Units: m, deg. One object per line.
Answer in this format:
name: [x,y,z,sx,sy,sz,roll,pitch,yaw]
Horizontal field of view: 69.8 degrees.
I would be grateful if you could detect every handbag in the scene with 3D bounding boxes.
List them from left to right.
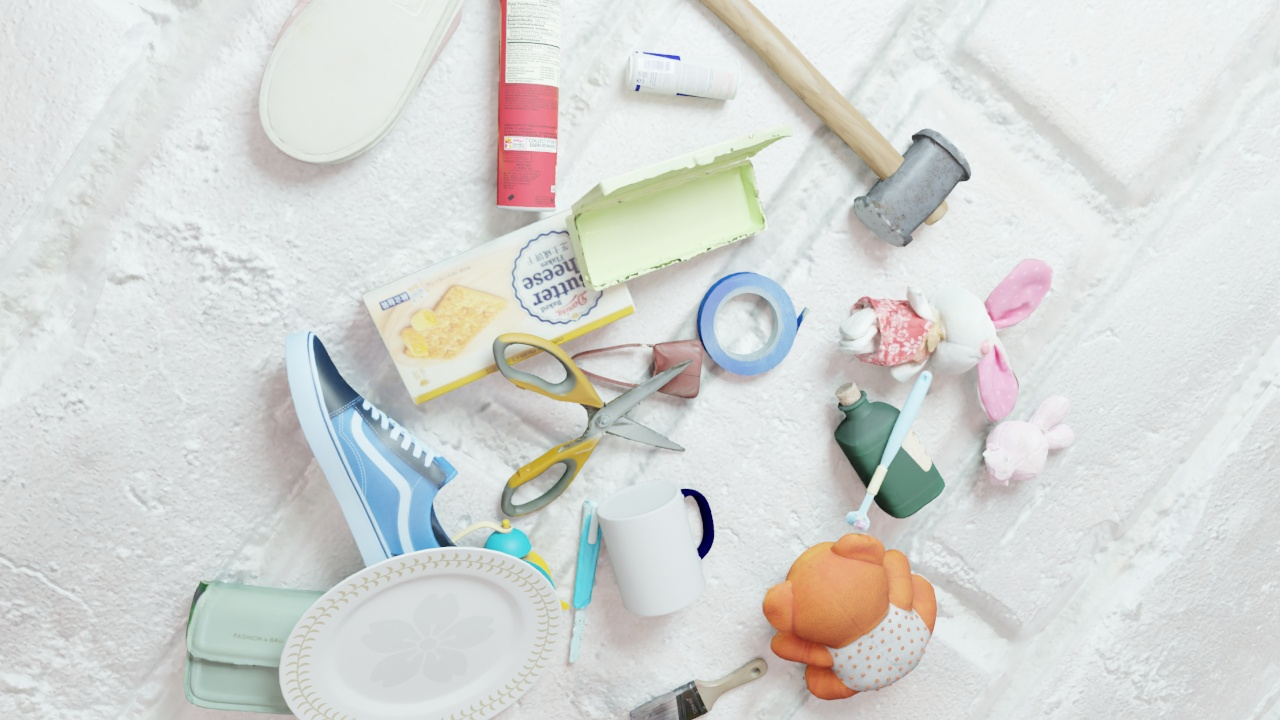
handbag: [-0.332,0.251,0.809,0.121,0.067,0.106,9,98,-10]
handbag: [-0.005,0.005,0.833,0.119,0.029,0.055,3,106,-4]

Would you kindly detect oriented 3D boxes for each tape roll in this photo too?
tape roll: [0.098,-0.034,0.842,0.093,0.016,0.091,30,95,-13]

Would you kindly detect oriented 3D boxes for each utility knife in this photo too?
utility knife: [-0.055,0.211,0.868,0.022,0.015,0.162,9,98,-10]

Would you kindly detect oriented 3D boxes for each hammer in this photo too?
hammer: [0.150,-0.237,0.798,0.328,0.052,0.098,42,93,-11]

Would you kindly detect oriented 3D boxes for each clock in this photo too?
clock: [-0.130,0.206,0.844,0.099,0.043,0.129,-40,111,1]

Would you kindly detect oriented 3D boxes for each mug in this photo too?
mug: [0.023,0.165,0.847,0.111,0.079,0.097,-24,106,-33]

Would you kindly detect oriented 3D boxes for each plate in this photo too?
plate: [-0.187,0.251,0.804,0.242,0.016,0.243,-11,126,-16]

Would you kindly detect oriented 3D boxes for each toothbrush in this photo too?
toothbrush: [0.224,0.080,0.820,0.022,0.016,0.155,26,95,23]

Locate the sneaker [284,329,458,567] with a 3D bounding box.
sneaker: [-0.215,0.077,0.781,0.098,0.083,0.241,-22,101,-5]

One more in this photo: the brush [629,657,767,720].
brush: [0.058,0.335,0.913,0.151,0.012,0.039,-24,103,-3]

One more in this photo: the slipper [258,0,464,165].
slipper: [-0.204,-0.275,0.728,0.114,0.054,0.274,36,97,-14]

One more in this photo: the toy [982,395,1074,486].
toy: [0.376,0.080,0.894,0.110,0.047,0.063,-28,112,-12]

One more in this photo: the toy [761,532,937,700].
toy: [0.198,0.239,0.882,0.164,0.093,0.172,-38,117,3]

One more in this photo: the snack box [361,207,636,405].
snack box: [-0.118,-0.051,0.785,0.208,0.057,0.104,-23,104,-3]

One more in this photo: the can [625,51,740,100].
can: [0.036,-0.243,0.783,0.095,0.032,0.032,3,101,-9]

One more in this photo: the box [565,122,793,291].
box: [0.030,-0.134,0.757,0.187,0.066,0.128,-24,148,-25]

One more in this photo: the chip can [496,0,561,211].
chip can: [-0.092,-0.232,0.756,0.051,0.052,0.215,1,101,-9]

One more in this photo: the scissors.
scissors: [-0.058,0.058,0.811,0.225,0.016,0.230,29,109,-32]

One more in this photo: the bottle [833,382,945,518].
bottle: [0.224,0.078,0.861,0.061,0.061,0.131,-35,104,-3]

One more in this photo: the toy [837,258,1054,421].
toy: [0.273,-0.025,0.839,0.194,0.084,0.159,4,113,-11]
